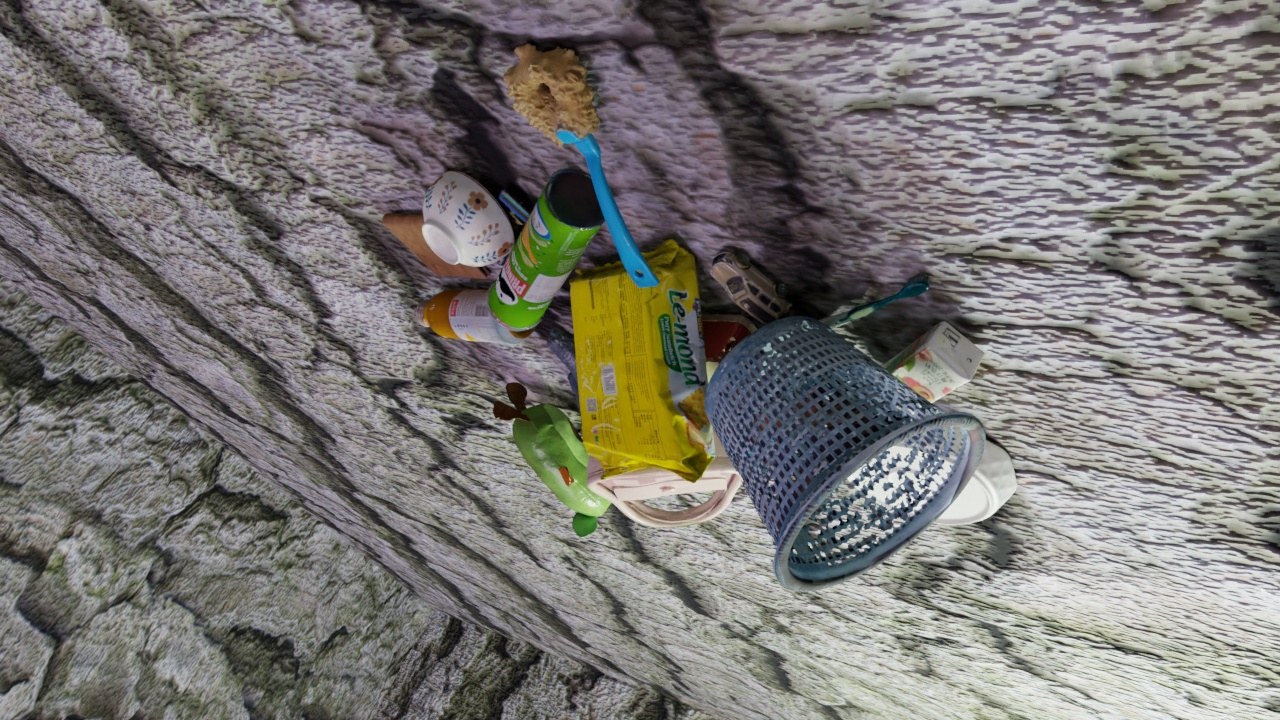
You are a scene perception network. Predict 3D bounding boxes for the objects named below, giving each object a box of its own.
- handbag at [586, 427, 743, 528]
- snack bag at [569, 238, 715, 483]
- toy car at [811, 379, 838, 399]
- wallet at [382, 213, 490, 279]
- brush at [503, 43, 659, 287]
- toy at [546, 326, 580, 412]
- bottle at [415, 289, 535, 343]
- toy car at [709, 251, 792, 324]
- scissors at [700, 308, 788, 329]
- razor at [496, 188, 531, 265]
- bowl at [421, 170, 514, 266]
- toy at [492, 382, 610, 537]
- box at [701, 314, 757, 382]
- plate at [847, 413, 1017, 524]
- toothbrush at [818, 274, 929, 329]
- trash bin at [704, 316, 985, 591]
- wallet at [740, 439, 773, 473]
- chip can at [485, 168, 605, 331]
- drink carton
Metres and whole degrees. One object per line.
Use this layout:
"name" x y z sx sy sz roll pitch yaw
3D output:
"handbag" 0.037 0.154 1.180 0.193 0.093 0.234 -5 145 5
"snack bag" -0.006 0.006 0.975 0.068 0.246 0.158 -7 -179 -43
"toy car" 0.200 0.037 1.022 0.054 0.036 0.121 43 152 -27
"wallet" -0.253 -0.142 1.143 0.101 0.020 0.115 7 149 37
"brush" -0.043 -0.169 0.837 0.083 0.045 0.255 -4 126 35
"toy" -0.039 0.071 1.228 0.138 0.091 0.357 24 157 18
"bottle" -0.220 -0.059 1.198 0.190 0.067 0.068 4 145 38
"toy car" 0.108 -0.074 0.916 0.090 0.035 0.042 38 150 -15
"scissors" 0.092 -0.039 1.013 0.145 0.014 0.173 41 150 -22
"razor" -0.146 -0.145 1.034 0.042 0.022 0.143 44 153 4
"bowl" -0.200 -0.146 1.015 0.113 0.062 0.114 31 151 19
"toy" -0.123 0.136 1.352 0.247 0.090 0.227 53 -178 -12
"box" 0.061 0.005 1.025 0.169 0.079 0.091 5 146 48
"plate" 0.321 0.127 1.056 0.205 0.045 0.205 21 151 12
"toothbrush" 0.210 -0.049 0.889 0.016 0.018 0.192 36 154 -16
"trash bin" 0.171 0.070 0.868 0.195 0.226 0.227 54 171 37
"wallet" 0.123 0.096 1.188 0.133 0.040 0.107 23 144 11
"chip can" -0.103 -0.112 0.985 0.072 0.072 0.237 32 148 -8
"drink carton" 0.275 0.012 0.899 0.053 0.045 0.123 40 151 1
